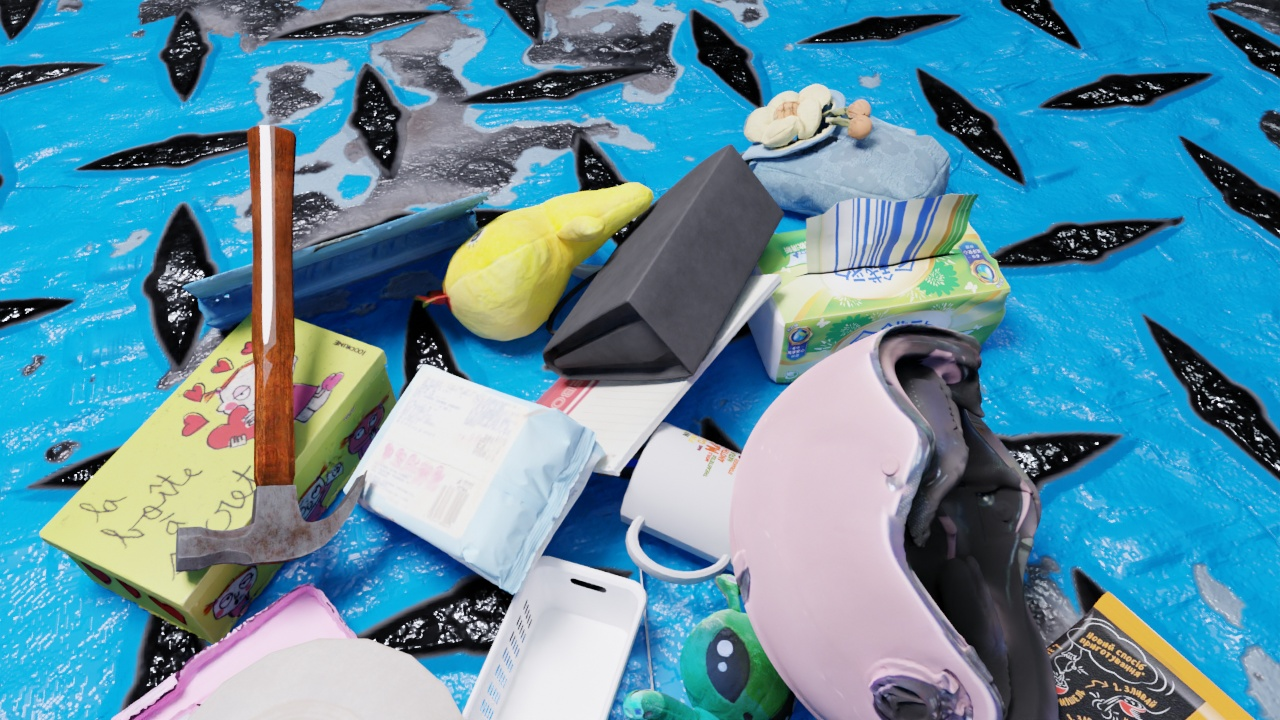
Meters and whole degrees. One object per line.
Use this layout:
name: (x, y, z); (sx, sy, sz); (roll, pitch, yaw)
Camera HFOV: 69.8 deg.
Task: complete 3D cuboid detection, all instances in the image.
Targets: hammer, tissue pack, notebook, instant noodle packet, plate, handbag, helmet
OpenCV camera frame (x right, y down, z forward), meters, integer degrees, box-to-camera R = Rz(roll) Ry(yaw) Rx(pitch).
hammer: (-0.243, -0.017, 0.608); (0.111, 0.028, 0.300); (2, 73, -30)
tissue pack: (-0.117, 0.073, 0.619); (0.182, 0.070, 0.112); (14, 70, 44)
notebook: (-0.004, 0.004, 0.694); (0.153, 0.012, 0.208); (2, 42, 49)
instant noodle packet: (0.266, 0.249, 0.526); (0.220, 0.032, 0.160); (-27, 52, -21)
plate: (-0.182, 0.239, 0.489); (0.189, 0.027, 0.188); (-3, 57, 4)
tissue pack: (0.188, -0.075, 0.733); (0.197, 0.142, 0.120); (-14, 51, -11)
handbag: (-0.012, -0.059, 0.723); (0.196, 0.072, 0.175); (-16, 34, 48)
handbag: (0.186, -0.188, 0.845); (0.192, 0.119, 0.121); (24, 53, 26)
helmet: (0.142, 0.116, 0.523); (0.153, 0.255, 0.229); (-21, 15, 29)

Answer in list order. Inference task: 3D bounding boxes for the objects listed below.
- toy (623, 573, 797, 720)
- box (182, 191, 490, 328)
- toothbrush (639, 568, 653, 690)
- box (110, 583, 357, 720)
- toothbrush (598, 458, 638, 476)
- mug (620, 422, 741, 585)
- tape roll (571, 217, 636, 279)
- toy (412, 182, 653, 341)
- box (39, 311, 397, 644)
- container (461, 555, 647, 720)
toy: (0.041, 0.216, 0.538); (0.130, 0.073, 0.192); (43, 57, -15)
box: (-0.239, -0.078, 0.740); (0.231, 0.175, 0.033); (-22, 98, -18)
toothbrush: (-0.002, 0.163, 0.617); (0.010, 0.010, 0.181); (-6, 50, -1)
box: (-0.246, 0.254, 0.527); (0.229, 0.035, 0.159); (-36, 61, -27)
toothbrush: (0.050, 0.088, 0.681); (0.182, 0.018, 0.016); (8, 50, 4)
mug: (0.036, 0.103, 0.619); (0.089, 0.074, 0.105); (23, 53, 11)
tape roll: (-0.030, -0.109, 0.839); (0.093, 0.013, 0.092); (-7, 48, 8)
toy: (-0.082, -0.087, 0.755); (0.208, 0.134, 0.092); (-37, 99, 3)
box: (-0.284, 0.074, 0.651); (0.124, 0.081, 0.220); (21, 52, 17)
container: (-0.050, 0.194, 0.565); (0.081, 0.050, 0.129); (14, 51, 12)
